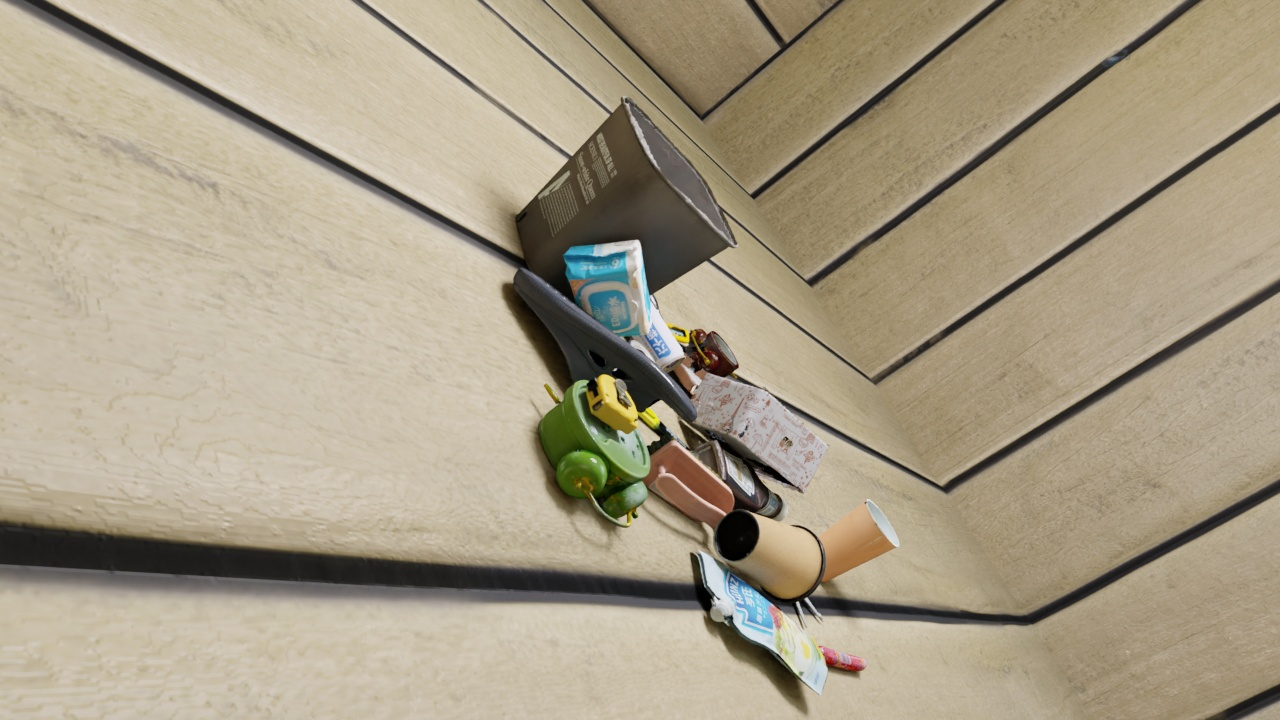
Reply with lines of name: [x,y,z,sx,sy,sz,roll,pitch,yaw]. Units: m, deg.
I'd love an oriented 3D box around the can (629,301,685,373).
can: [0.008,-0.046,1.298,0.134,0.053,0.053,57,18,13]

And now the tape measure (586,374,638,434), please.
tape measure: [-0.026,0.040,0.905,0.060,0.029,0.057,39,21,-38]

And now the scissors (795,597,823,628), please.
scissors: [0.189,0.275,1.214,0.176,0.012,0.162,48,18,-17]

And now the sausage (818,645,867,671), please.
sausage: [0.256,0.381,1.168,0.155,0.020,0.020,32,27,-48]

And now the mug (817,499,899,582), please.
mug: [0.300,0.265,1.327,0.078,0.123,0.078,46,20,-22]

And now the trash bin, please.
trash bin: [-0.029,-0.183,1.196,0.198,0.220,0.198,39,23,-40]

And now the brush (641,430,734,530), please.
brush: [0.057,0.147,1.046,0.145,0.063,0.073,42,17,-35]

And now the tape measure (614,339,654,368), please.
tape measure: [-0.007,0.007,1.195,0.066,0.034,0.065,54,20,-3]

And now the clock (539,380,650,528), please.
clock: [-0.043,0.094,0.905,0.116,0.056,0.161,35,25,-43]

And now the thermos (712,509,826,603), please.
thermos: [0.147,0.220,1.052,0.143,0.093,0.093,35,25,-43]

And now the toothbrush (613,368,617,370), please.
toothbrush: [-0.037,0.058,1.059,0.016,0.016,0.179,44,22,-18]

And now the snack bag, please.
snack bag: [0.130,0.286,1.009,0.191,0.039,0.110,42,23,-24]

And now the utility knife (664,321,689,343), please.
utility knife: [0.028,-0.052,1.390,0.154,0.015,0.033,16,51,-49]

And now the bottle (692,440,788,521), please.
bottle: [0.139,0.172,1.232,0.195,0.044,0.079,36,34,-45]

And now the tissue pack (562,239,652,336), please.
tissue pack: [-0.038,-0.084,1.118,0.140,0.090,0.063,79,8,-47]

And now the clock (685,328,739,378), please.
clock: [0.111,-0.007,1.478,0.122,0.055,0.082,33,27,-53]

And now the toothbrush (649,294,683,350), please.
toothbrush: [0.014,-0.095,1.452,0.027,0.026,0.212,-11,67,-50]

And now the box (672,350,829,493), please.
box: [0.130,0.076,1.318,0.178,0.106,0.272,39,0,-36]

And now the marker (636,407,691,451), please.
marker: [0.028,0.087,1.163,0.124,0.015,0.018,44,25,-31]

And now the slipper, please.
slipper: [-0.053,-0.001,1.046,0.268,0.083,0.110,38,3,11]
